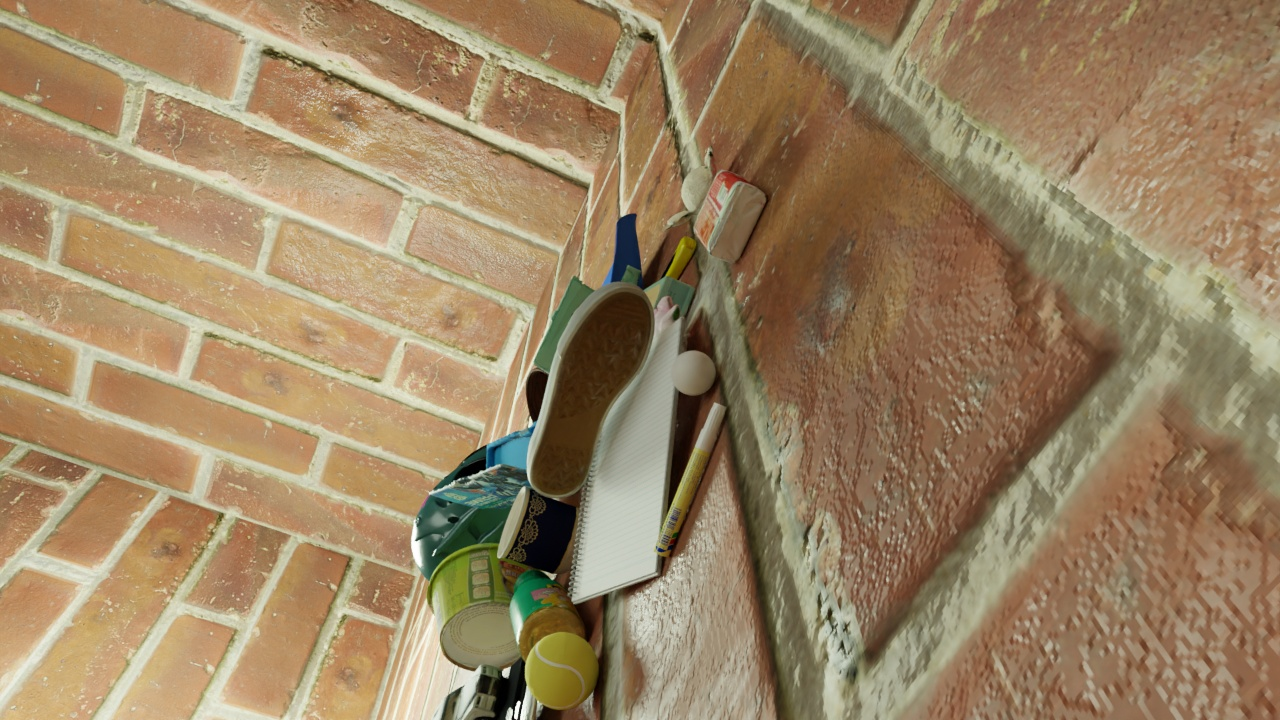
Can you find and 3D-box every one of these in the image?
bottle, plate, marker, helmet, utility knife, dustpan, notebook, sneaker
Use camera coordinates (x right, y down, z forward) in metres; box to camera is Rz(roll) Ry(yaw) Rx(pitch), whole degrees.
[{"bbox_3d":[-0.106,0.269,0.984,0.210,0.068,0.068,-177,108,-78],"label":"bottle"},{"bbox_3d":[-0.137,0.421,0.942,0.229,0.030,0.229,-159,91,-79],"label":"plate"},{"bbox_3d":[0.041,0.098,0.754,0.014,0.014,0.132,-156,88,-79],"label":"marker"},{"bbox_3d":[-0.236,0.246,1.388,0.276,0.176,0.199,-45,18,30],"label":"helmet"},{"bbox_3d":[0.026,-0.087,1.155,0.028,0.020,0.173,-78,14,-48],"label":"utility knife"},{"bbox_3d":[-0.048,-0.037,1.291,0.257,0.059,0.246,-106,33,-40],"label":"dustpan"},{"bbox_3d":[-0.014,0.099,0.883,0.178,0.013,0.245,-38,40,54],"label":"notebook"},{"bbox_3d":[-0.061,0.022,0.927,0.236,0.087,0.079,-67,21,17],"label":"sneaker"}]

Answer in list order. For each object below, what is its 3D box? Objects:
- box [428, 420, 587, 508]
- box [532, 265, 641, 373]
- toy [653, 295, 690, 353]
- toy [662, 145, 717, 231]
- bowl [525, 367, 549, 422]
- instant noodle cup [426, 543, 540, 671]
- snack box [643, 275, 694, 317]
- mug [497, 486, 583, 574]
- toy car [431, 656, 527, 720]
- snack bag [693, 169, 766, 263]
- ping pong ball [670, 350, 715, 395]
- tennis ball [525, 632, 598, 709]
[{"bbox_3d":[-0.170,0.125,1.138,0.244,0.115,0.093,-26,60,54],"label":"box"},{"bbox_3d":[-0.067,-0.051,1.121,0.187,0.093,0.077,-75,6,-50],"label":"box"},{"bbox_3d":[0.025,-0.015,0.949,0.096,0.041,0.108,-47,35,49],"label":"toy"},{"bbox_3d":[0.068,-0.196,1.078,0.087,0.050,0.112,-106,36,-72],"label":"toy"},{"bbox_3d":[-0.084,0.069,1.192,0.147,0.068,0.147,40,141,42],"label":"bowl"},{"bbox_3d":[-0.187,0.308,1.129,0.146,0.146,0.097,-64,23,23],"label":"instant noodle cup"},{"bbox_3d":[-0.006,0.006,1.063,0.142,0.044,0.193,161,130,-76],"label":"snack box"},{"bbox_3d":[-0.108,0.197,1.071,0.111,0.089,0.086,-104,37,-71],"label":"mug"},{"bbox_3d":[-0.180,0.384,0.955,0.094,0.071,0.192,-86,22,-51],"label":"toy car"},{"bbox_3d":[0.088,-0.148,0.931,0.115,0.036,0.077,-105,37,-71],"label":"snack bag"},{"bbox_3d":[0.047,0.011,0.819,0.040,0.040,0.040,-159,91,-79],"label":"ping pong ball"},{"bbox_3d":[-0.069,0.274,0.812,0.065,0.065,0.065,-159,91,-79],"label":"tennis ball"}]
